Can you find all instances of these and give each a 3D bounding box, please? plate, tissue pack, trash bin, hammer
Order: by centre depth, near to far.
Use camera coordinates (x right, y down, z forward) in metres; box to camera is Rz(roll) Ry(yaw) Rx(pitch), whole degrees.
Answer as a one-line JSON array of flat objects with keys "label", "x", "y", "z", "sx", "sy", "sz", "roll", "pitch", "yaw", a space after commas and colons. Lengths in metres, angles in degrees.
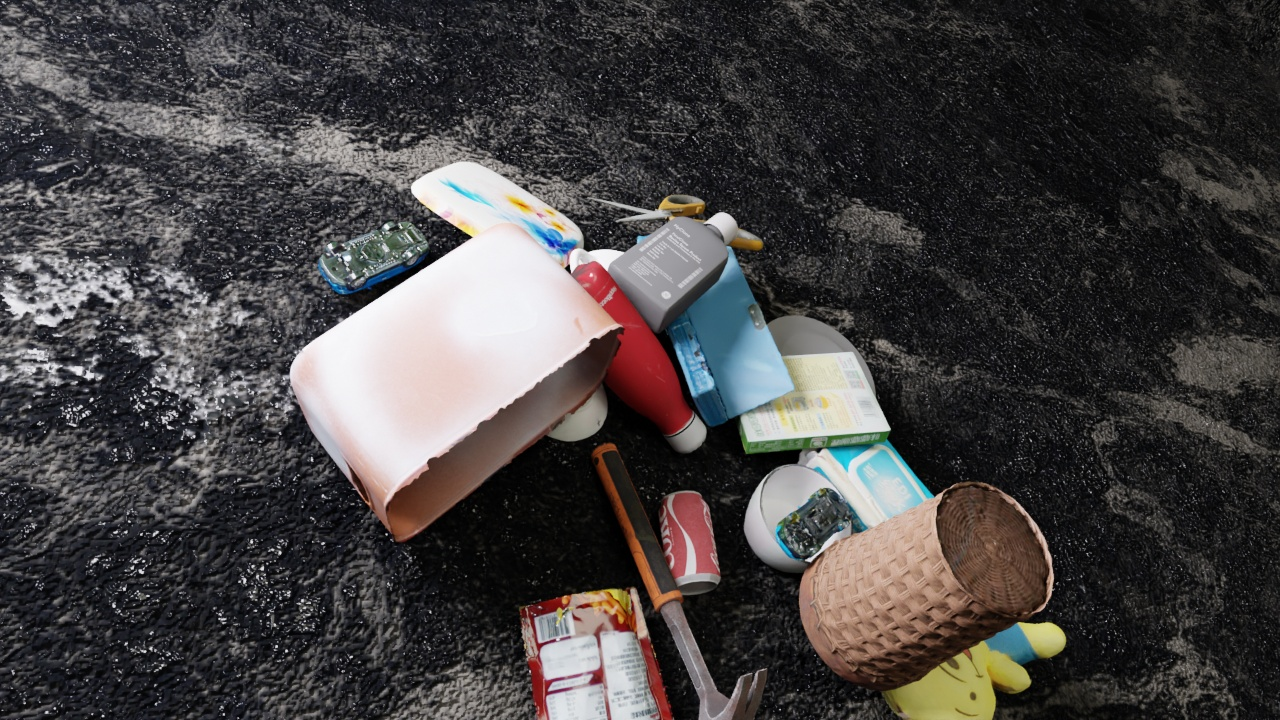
[{"label": "trash bin", "x": -0.168, "y": 0.016, "z": 0.837, "sx": 0.259, "sy": 0.182, "sz": 0.157, "roll": -39, "pitch": 79, "yaw": -23}, {"label": "trash bin", "x": 0.261, "y": 0.203, "z": 0.846, "sx": 0.151, "sy": 0.211, "sz": 0.151, "roll": 12, "pitch": 54, "yaw": -17}, {"label": "hammer", "x": 0.024, "y": 0.209, "z": 0.883, "sx": 0.035, "sy": 0.138, "sz": 0.314, "roll": -5, "pitch": 53, "yaw": -32}, {"label": "plate", "x": -0.080, "y": 0.035, "z": 0.994, "sx": 0.104, "sy": 0.026, "sz": 0.104, "roll": 13, "pitch": 54, "yaw": -19}, {"label": "plate", "x": -0.153, "y": -0.169, "z": 1.043, "sx": 0.187, "sy": 0.016, "sz": 0.186, "roll": 32, "pitch": 24, "yaw": -1}, {"label": "tissue pack", "x": 0.278, "y": 0.169, "z": 1.062, "sx": 0.116, "sy": 0.066, "sz": 0.209, "roll": -28, "pitch": 76, "yaw": -35}, {"label": "plate", "x": 0.227, "y": 0.015, "z": 1.169, "sx": 0.178, "sy": 0.012, "sz": 0.178, "roll": 13, "pitch": 55, "yaw": -19}]

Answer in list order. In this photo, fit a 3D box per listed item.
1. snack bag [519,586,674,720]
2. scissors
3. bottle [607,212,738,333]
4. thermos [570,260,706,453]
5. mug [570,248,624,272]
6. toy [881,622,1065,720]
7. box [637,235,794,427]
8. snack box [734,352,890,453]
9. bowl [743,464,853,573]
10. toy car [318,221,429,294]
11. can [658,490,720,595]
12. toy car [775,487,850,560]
[{"label": "snack bag", "x": -0.032, "y": 0.311, "z": 0.815, "sx": 0.138, "sy": 0.067, "sz": 0.207, "roll": -5, "pitch": 64, "yaw": -23}, {"label": "scissors", "x": 0.052, "y": -0.175, "z": 1.139, "sx": 0.229, "sy": 0.016, "sz": 0.224, "roll": 25, "pitch": 25, "yaw": 24}, {"label": "bottle", "x": 0.046, "y": -0.111, "z": 1.020, "sx": 0.084, "sy": 0.046, "sz": 0.173, "roll": 40, "pitch": 55, "yaw": 13}, {"label": "thermos", "x": -0.006, "y": 0.006, "z": 0.978, "sx": 0.240, "sy": 0.073, "sz": 0.073, "roll": 53, "pitch": 47, "yaw": -22}, {"label": "mug", "x": -0.047, "y": -0.075, "z": 1.035, "sx": 0.114, "sy": 0.081, "sz": 0.087, "roll": 43, "pitch": 44, "yaw": -48}, {"label": "toy", "x": 0.335, "y": 0.320, "z": 0.977, "sx": 0.149, "sy": 0.084, "sz": 0.213, "roll": 37, "pitch": 47, "yaw": 27}, {"label": "box", "x": 0.084, "y": -0.053, "z": 1.054, "sx": 0.112, "sy": 0.094, "sz": 0.231, "roll": -23, "pitch": 57, "yaw": 6}, {"label": "snack box", "x": 0.190, "y": 0.047, "z": 1.073, "sx": 0.168, "sy": 0.027, "sz": 0.131, "roll": -3, "pitch": 45, "yaw": -9}, {"label": "bowl", "x": 0.164, "y": 0.178, "z": 0.997, "sx": 0.116, "sy": 0.066, "sz": 0.116, "roll": 13, "pitch": 54, "yaw": -19}, {"label": "toy car", "x": -0.282, "y": -0.106, "z": 0.974, "sx": 0.119, "sy": 0.044, "sz": 0.056, "roll": -31, "pitch": 77, "yaw": -39}, {"label": "can", "x": 0.049, "y": 0.187, "z": 0.941, "sx": 0.054, "sy": 0.054, "sz": 0.096, "roll": 6, "pitch": 57, "yaw": -23}, {"label": "toy car", "x": 0.176, "y": 0.170, "z": 0.942, "sx": 0.105, "sy": 0.032, "sz": 0.048, "roll": -29, "pitch": 75, "yaw": -43}]
